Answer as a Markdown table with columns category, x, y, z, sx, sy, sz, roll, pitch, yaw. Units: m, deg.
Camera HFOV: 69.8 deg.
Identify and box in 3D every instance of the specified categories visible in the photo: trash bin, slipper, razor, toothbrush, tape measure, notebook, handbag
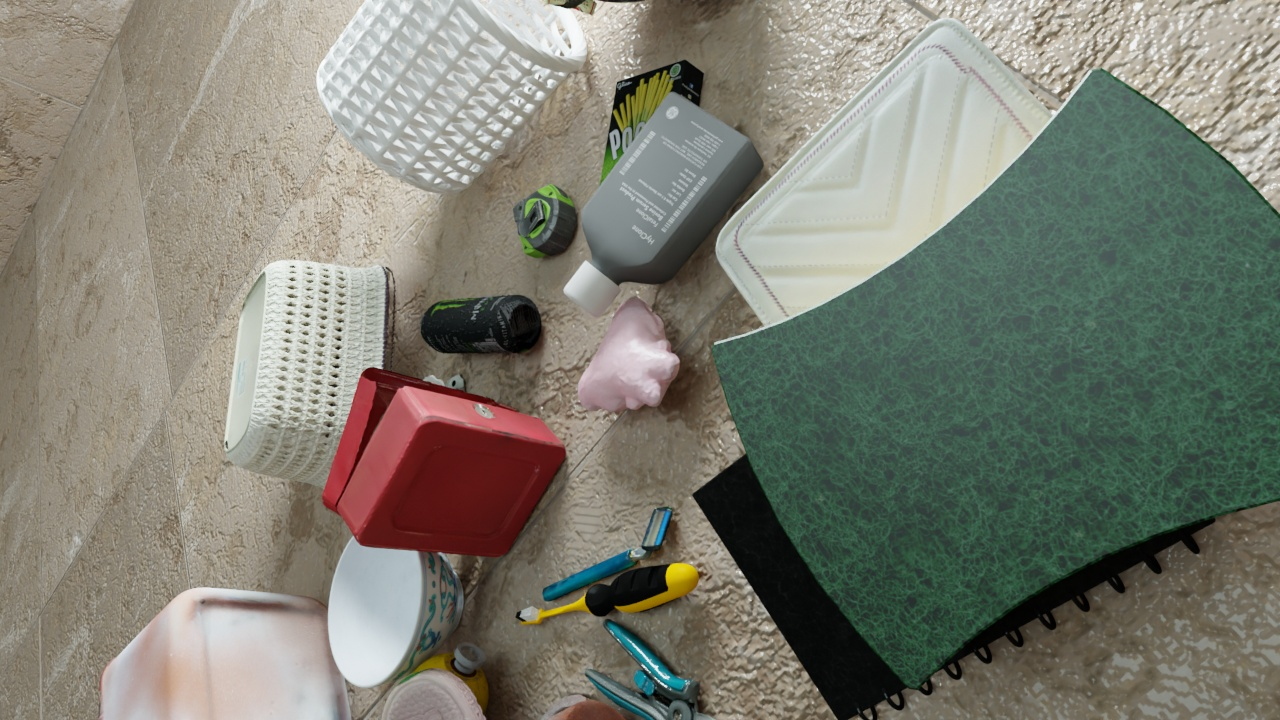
| category | x | y | z | sx | sy | sz | roll | pitch | yaw |
| --- | --- | --- | --- | --- | --- | --- | --- | --- | --- |
| trash bin | -0.383 | 0.361 | 0.867 | 0.158 | 0.181 | 0.259 | -42 | 50 | 24 |
| slipper | -0.143 | 0.351 | 0.670 | 0.094 | 0.064 | 0.239 | -26 | 77 | 19 |
| razor | -0.027 | 0.157 | 0.704 | 0.144 | 0.022 | 0.042 | -37 | 16 | 35 |
| toothbrush | -0.030 | 0.181 | 0.694 | 0.197 | 0.031 | 0.031 | -27 | 34 | 40 |
| tape measure | -0.090 | -0.130 | 0.848 | 0.059 | 0.035 | 0.065 | -36 | 54 | 30 |
| notebook | 0.158 | 0.084 | 0.511 | 0.232 | 0.019 | 0.169 | -41 | 73 | 27 |
| handbag | 0.163 | -0.080 | 0.550 | 0.199 | 0.096 | 0.142 | -42 | 68 | 25 |

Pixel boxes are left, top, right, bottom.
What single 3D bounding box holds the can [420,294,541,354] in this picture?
| category | x | y | z | sx | sy | sz | roll | pitch | yaw |
| --- | --- | --- | --- | --- | --- | --- | --- | --- | --- |
| can | -0.152 | -0.033 | 0.862 | 0.138 | 0.054 | 0.054 | 0 | 76 | 44 |

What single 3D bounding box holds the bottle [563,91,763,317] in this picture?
| category | x | y | z | sx | sy | sz | roll | pitch | yaw |
| --- | --- | --- | --- | --- | --- | --- | --- | --- | --- |
| bottle | 0.007 | -0.111 | 0.706 | 0.084 | 0.046 | 0.174 | 40 | 94 | 26 |

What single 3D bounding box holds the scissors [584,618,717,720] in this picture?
| category | x | y | z | sx | sy | sz | roll | pitch | yaw |
| --- | --- | --- | --- | --- | --- | --- | --- | --- | --- |
| scissors | 0.011 | 0.230 | 0.643 | 0.131 | 0.019 | 0.150 | -35 | 54 | 32 |

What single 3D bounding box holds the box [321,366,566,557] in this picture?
| category | x | y | z | sx | sy | sz | roll | pitch | yaw |
| --- | --- | --- | --- | --- | --- | --- | --- | --- | --- |
| box | -0.159 | 0.092 | 0.759 | 0.117 | 0.157 | 0.135 | 22 | 93 | 41 |

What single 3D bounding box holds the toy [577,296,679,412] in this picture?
| category | x | y | z | sx | sy | sz | roll | pitch | yaw |
| --- | --- | --- | --- | --- | --- | --- | --- | --- | --- |
| toy | -0.004 | 0.004 | 0.707 | 0.096 | 0.052 | 0.099 | 28 | 92 | 52 |

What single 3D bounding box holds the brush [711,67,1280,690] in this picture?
| category | x | y | z | sx | sy | sz | roll | pitch | yaw |
| --- | --- | --- | --- | --- | --- | --- | --- | --- | --- |
| brush | 0.179 | 0.015 | 0.438 | 0.251 | 0.075 | 0.195 | -37 | 73 | 28 |

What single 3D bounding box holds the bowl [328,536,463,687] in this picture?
| category | x | y | z | sx | sy | sz | roll | pitch | yaw |
| --- | --- | --- | --- | --- | --- | --- | --- | --- | --- |
| bowl | -0.207 | 0.215 | 0.818 | 0.144 | 0.074 | 0.143 | -16 | 65 | 40 |

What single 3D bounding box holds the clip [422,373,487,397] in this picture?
| category | x | y | z | sx | sy | sz | roll | pitch | yaw |
| --- | --- | --- | --- | --- | --- | --- | --- | --- | --- |
| clip | -0.187 | 0.039 | 0.900 | 0.102 | 0.040 | 0.054 | -28 | 78 | 34 |

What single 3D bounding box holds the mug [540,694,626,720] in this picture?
| category | x | y | z | sx | sy | sz | roll | pitch | yaw |
| --- | --- | --- | --- | --- | --- | --- | --- | --- | --- |
| mug | -0.057 | 0.288 | 0.651 | 0.110 | 0.096 | 0.122 | -32 | 26 | 26 |

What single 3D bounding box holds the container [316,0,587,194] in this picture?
| category | x | y | z | sx | sy | sz | roll | pitch | yaw |
| --- | --- | --- | --- | --- | --- | --- | --- | --- | --- |
| container | -0.181 | -0.291 | 0.883 | 0.187 | 0.189 | 0.189 | -40 | 52 | 29 |

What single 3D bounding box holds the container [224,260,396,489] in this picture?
| category | x | y | z | sx | sy | sz | roll | pitch | yaw |
| --- | --- | --- | --- | --- | --- | --- | --- | --- | --- |
| container | -0.345 | 0.013 | 0.971 | 0.185 | 0.143 | 0.251 | -29 | 56 | 51 |

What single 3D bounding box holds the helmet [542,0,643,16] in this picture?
| category | x | y | z | sx | sy | sz | roll | pitch | yaw |
| --- | --- | --- | --- | --- | --- | --- | --- | --- | --- |
| helmet | -0.047 | -0.391 | 0.753 | 0.224 | 0.235 | 0.193 | 30 | 112 | 42 |

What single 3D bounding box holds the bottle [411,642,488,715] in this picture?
| category | x | y | z | sx | sy | sz | roll | pitch | yaw |
| --- | --- | --- | --- | --- | --- | --- | --- | --- | --- |
| bottle | -0.177 | 0.308 | 0.761 | 0.071 | 0.071 | 0.164 | 40 | 105 | 44 |

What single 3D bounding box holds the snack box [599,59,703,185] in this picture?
| category | x | y | z | sx | sy | sz | roll | pitch | yaw |
| --- | --- | --- | --- | --- | --- | --- | --- | --- | --- |
| snack box | 0.005 | -0.173 | 0.778 | 0.080 | 0.025 | 0.147 | -2 | 75 | 44 |
